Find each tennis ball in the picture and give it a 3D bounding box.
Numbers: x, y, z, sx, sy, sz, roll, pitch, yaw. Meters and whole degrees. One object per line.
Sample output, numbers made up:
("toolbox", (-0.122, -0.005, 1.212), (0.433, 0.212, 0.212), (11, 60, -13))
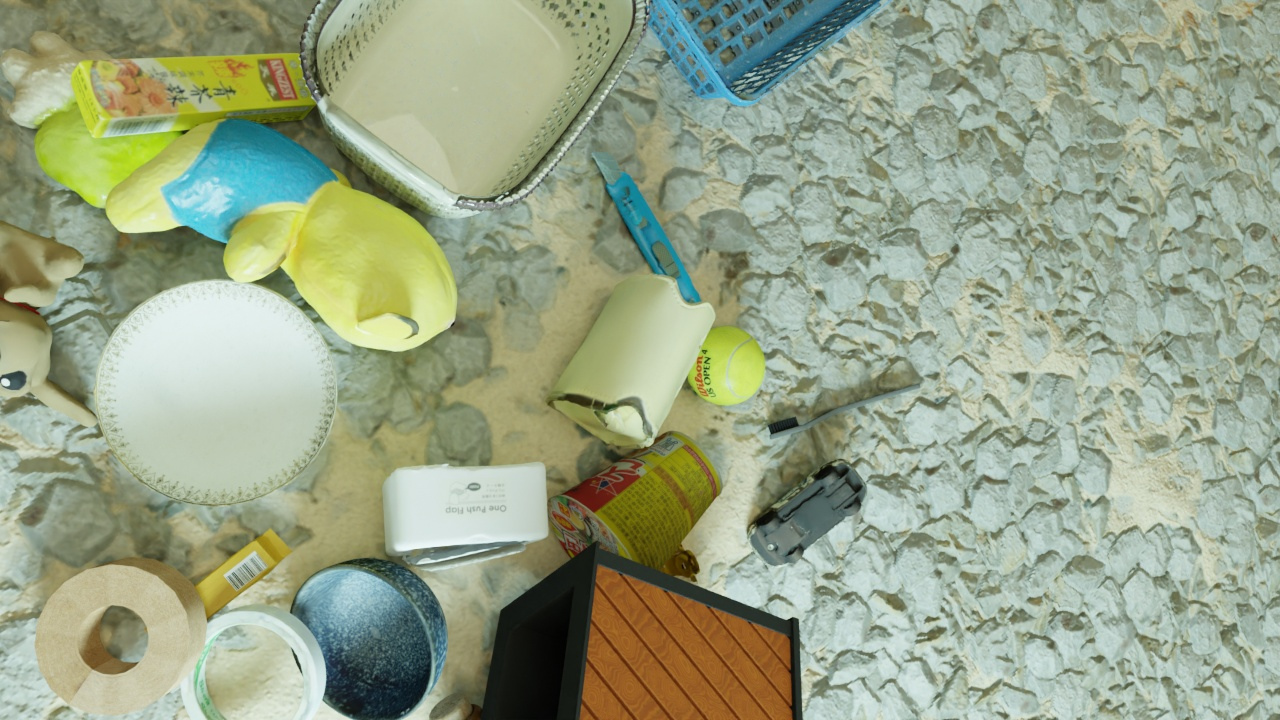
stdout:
("tennis ball", (0.070, 0.004, 0.756), (0.065, 0.065, 0.065), (2, 84, -22))

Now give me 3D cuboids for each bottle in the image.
("bottle", (-0.102, 0.312, 0.657), (0.067, 0.068, 0.157), (-30, 96, -22))

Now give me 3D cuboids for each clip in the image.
("clip", (0.031, 0.162, 0.741), (0.054, 0.047, 0.047), (68, 24, -3))

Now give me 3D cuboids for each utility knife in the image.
("utility knife", (0.009, -0.100, 0.769), (0.031, 0.015, 0.175), (-35, 97, -26))

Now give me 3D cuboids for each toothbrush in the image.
("toothbrush", (0.186, 0.044, 0.828), (0.167, 0.013, 0.013), (-14, 82, -22))

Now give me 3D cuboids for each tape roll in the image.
("tape roll", (-0.330, 0.175, 0.585), (0.094, 0.027, 0.094), (0, 88, -4))
("tape roll", (-0.258, 0.211, 0.610), (0.094, 0.018, 0.094), (0, 90, 4))

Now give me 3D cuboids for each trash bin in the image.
("trash bin", (-0.001, 0.240, 0.631), (0.171, 0.140, 0.139), (26, 46, -22))

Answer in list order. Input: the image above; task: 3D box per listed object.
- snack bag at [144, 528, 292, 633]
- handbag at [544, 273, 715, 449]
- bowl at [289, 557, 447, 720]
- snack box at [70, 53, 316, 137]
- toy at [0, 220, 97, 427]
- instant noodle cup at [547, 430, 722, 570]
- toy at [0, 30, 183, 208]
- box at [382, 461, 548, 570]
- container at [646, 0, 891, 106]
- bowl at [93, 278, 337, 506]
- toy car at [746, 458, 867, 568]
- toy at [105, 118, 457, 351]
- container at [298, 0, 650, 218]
("snack bag", (-0.285, 0.155, 0.623), (0.099, 0.020, 0.026), (-41, 95, -19))
("handbag", (-0.004, 0.004, 0.701), (0.081, 0.111, 0.119), (35, 74, -16))
("bowl", (-0.178, 0.185, 0.635), (0.114, 0.060, 0.114), (3, 100, 18))
("snack box", (-0.295, -0.180, 0.618), (0.147, 0.029, 0.040), (-21, 92, -44))
("toy", (-0.389, -0.028, 0.563), (0.134, 0.106, 0.108), (23, 88, -22))
("instant noodle cup", (0.001, 0.112, 0.709), (0.112, 0.101, 0.100), (-39, 100, -30))
("toy", (-0.367, -0.163, 0.608), (0.118, 0.043, 0.092), (47, 64, -10))
("box", (-0.125, 0.125, 0.646), (0.107, 0.103, 0.095), (2, 73, -22))
("container", (0.118, -0.400, 0.800), (0.361, 0.089, 0.257), (-40, 100, -20))
("bowl", (-0.279, 0.022, 0.615), (0.145, 0.063, 0.145), (2, 85, -21))
("toy car", (0.142, 0.131, 0.790), (0.113, 0.040, 0.048), (-38, 100, -3))
("toy", (-0.213, -0.084, 0.613), (0.214, 0.148, 0.084), (34, 116, -13))
("container", (-0.121, -0.221, 0.659), (0.184, 0.143, 0.251), (37, 73, -16))
